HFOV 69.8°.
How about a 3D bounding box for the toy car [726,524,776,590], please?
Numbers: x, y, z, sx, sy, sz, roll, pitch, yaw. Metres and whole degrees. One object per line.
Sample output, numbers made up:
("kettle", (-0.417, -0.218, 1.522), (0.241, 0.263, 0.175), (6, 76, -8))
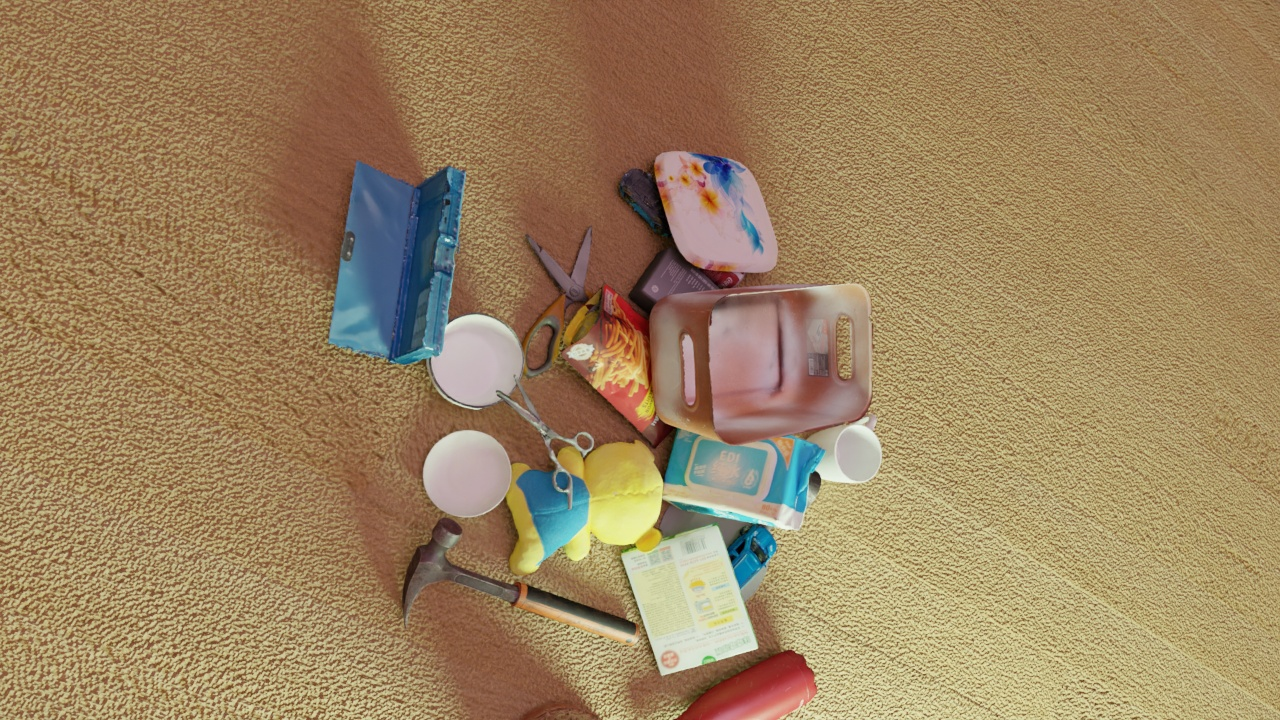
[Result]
("toy car", (0.137, 0.273, 1.230), (0.120, 0.044, 0.056), (-42, 101, -24))

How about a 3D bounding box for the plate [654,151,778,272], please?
("plate", (0.111, -0.210, 1.272), (0.186, 0.016, 0.186), (-1, 68, -36))

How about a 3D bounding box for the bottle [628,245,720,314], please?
("bottle", (0.076, -0.068, 1.261), (0.174, 0.046, 0.083), (39, 69, -15))

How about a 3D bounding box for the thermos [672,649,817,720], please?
("thermos", (0.118, 0.455, 1.196), (0.239, 0.073, 0.073), (-17, 90, -25))

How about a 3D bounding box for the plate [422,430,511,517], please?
("plate", (-0.208, 0.137, 1.106), (0.104, 0.026, 0.104), (2, 77, -7))

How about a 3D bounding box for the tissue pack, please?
("tissue pack", (0.127, 0.146, 1.179), (0.066, 0.210, 0.116), (38, 64, -53))

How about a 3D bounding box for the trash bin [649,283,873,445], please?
("trash bin", (0.149, -0.005, 1.177), (0.259, 0.157, 0.181), (-9, 100, -32))

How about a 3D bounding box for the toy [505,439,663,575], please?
("toy", (-0.063, 0.178, 1.145), (0.213, 0.084, 0.149), (-7, 88, -23))

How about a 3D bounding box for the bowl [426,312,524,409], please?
("bowl", (-0.205, 0.003, 1.111), (0.116, 0.066, 0.116), (3, 82, -24))

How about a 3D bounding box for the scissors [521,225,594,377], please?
("scissors", (-0.089, -0.065, 1.201), (0.225, 0.016, 0.228), (46, 68, -13))

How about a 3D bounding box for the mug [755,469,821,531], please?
("mug", (0.174, 0.169, 1.263), (0.107, 0.080, 0.115), (37, 87, -17))

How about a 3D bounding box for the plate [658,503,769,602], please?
("plate", (0.104, 0.253, 1.250), (0.178, 0.012, 0.178), (3, 82, -24))

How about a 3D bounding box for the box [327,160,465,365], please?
("box", (-0.280, -0.121, 1.055), (0.112, 0.094, 0.231), (18, 70, -40))

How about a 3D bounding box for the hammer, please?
("hammer", (-0.137, 0.298, 1.106), (0.314, 0.035, 0.138), (28, 105, -28))

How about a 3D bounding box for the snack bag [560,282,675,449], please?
("snack bag", (-0.007, 0.007, 1.206), (0.208, 0.067, 0.138), (44, 66, -29))

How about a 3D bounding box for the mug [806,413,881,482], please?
("mug", (0.293, 0.121, 1.312), (0.081, 0.088, 0.114), (44, 68, -13))

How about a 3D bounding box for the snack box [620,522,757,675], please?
("snack box", (0.063, 0.307, 1.182), (0.132, 0.027, 0.168), (-18, 91, 6))

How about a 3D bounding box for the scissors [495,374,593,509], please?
("scissors", (-0.116, 0.096, 1.088), (0.141, 0.014, 0.146), (22, 60, -30))

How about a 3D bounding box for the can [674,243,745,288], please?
("can", (0.098, -0.143, 1.277), (0.096, 0.054, 0.054), (32, 71, -18))

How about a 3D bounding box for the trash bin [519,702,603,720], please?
("trash bin", (-0.062, 0.483, 1.034), (0.151, 0.210, 0.151), (4, 81, -25))

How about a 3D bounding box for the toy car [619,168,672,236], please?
("toy car", (0.014, -0.216, 1.259), (0.105, 0.032, 0.048), (45, 68, -7))
